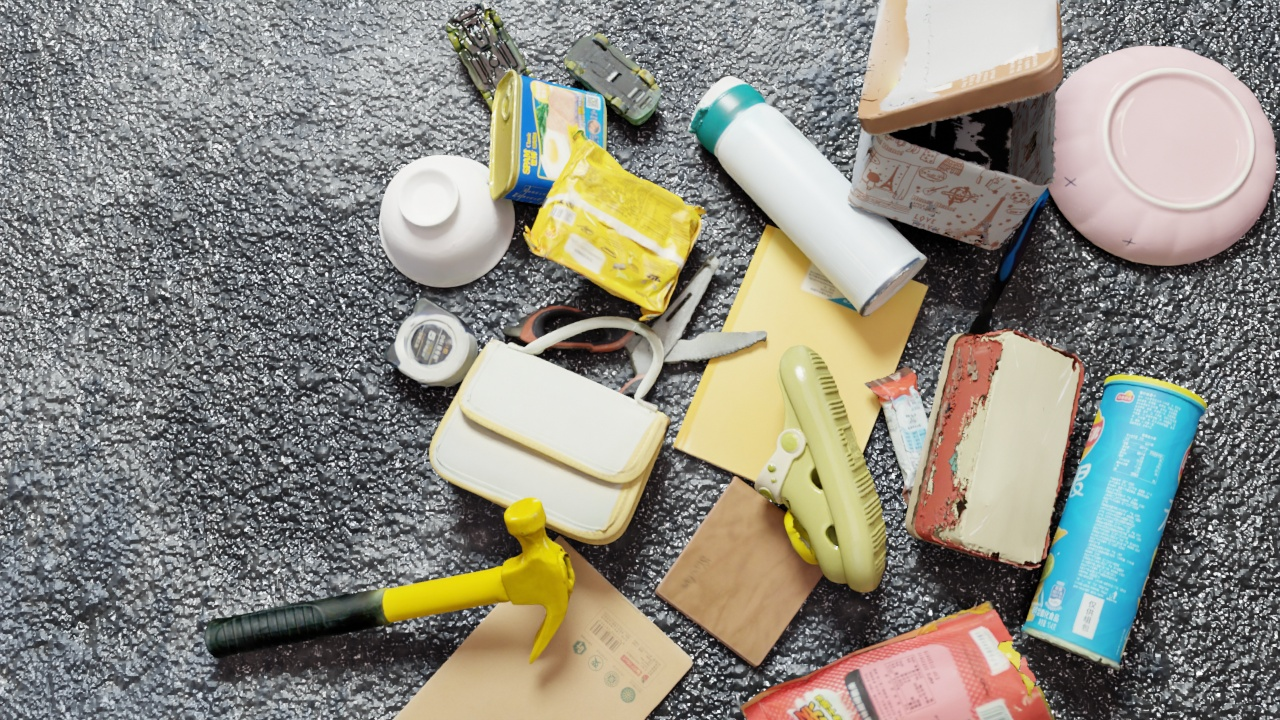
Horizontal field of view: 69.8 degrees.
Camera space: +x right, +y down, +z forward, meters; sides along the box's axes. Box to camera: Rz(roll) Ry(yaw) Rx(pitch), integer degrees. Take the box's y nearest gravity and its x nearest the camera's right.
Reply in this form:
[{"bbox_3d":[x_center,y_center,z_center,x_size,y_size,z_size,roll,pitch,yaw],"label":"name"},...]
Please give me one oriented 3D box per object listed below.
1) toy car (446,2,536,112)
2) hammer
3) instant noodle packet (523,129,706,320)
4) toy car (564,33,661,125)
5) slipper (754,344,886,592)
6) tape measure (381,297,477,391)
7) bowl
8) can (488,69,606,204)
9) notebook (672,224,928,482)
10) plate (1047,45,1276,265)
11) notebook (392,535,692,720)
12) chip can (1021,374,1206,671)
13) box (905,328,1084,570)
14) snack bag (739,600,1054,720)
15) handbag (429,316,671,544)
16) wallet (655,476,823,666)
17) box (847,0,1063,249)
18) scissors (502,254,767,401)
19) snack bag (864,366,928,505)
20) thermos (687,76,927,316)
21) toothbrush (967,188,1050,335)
[{"bbox_3d":[-0.128,-0.258,0.800,0.048,0.032,0.105,-31,92,-3],"label":"toy car"},{"bbox_3d":[-0.194,0.190,0.705,0.301,0.032,0.129,-12,112,10],"label":"hammer"},{"bbox_3d":[-0.021,-0.104,0.722,0.128,0.044,0.110,29,74,-21],"label":"instant noodle packet"},{"bbox_3d":[-0.024,-0.240,0.789,0.091,0.036,0.043,43,86,8],"label":"toy car"},{"bbox_3d":[0.130,0.085,0.702,0.082,0.091,0.190,-20,79,24],"label":"slipper"},{"bbox_3d":[-0.170,-0.010,0.760,0.066,0.033,0.065,32,85,10],"label":"tape measure"},{"bbox_3d":[-0.169,-0.125,0.763,0.118,0.065,0.118,-1,81,3],"label":"bowl"},{"bbox_3d":[-0.076,-0.178,0.757,0.083,0.057,0.102,6,80,-27],"label":"can"},{"bbox_3d":[0.132,0.005,0.754,0.146,0.010,0.206,22,82,6],"label":"notebook"},{"bbox_3d":[0.430,-0.175,0.751,0.192,0.039,0.192,0,80,0],"label":"plate"},{"bbox_3d":[-0.081,0.265,0.723,0.148,0.008,0.207,41,85,9],"label":"notebook"},{"bbox_3d":[0.358,0.120,0.694,0.071,0.071,0.210,22,83,6],"label":"chip can"},{"bbox_3d":[0.271,0.065,0.691,0.091,0.078,0.168,19,81,-17],"label":"box"},{"bbox_3d":[0.193,0.272,0.684,0.208,0.073,0.128,-27,76,4],"label":"snack bag"},{"bbox_3d":[-0.060,0.038,0.720,0.163,0.063,0.178,23,81,6],"label":"handbag"},{"bbox_3d":[0.084,0.167,0.727,0.101,0.020,0.115,34,87,9],"label":"wallet"},{"bbox_3d":[0.241,-0.215,0.677,0.150,0.167,0.181,18,57,0],"label":"box"},{"bbox_3d":[-0.008,0.003,0.755,0.225,0.015,0.189,2,82,6],"label":"scissors"},{"bbox_3d":[0.214,0.059,0.730,0.048,0.026,0.104,-17,87,-16],"label":"snack bag"},{"bbox_3d":[0.131,-0.140,0.746,0.073,0.073,0.224,-39,76,-4],"label":"thermos"},{"bbox_3d":[0.311,-0.090,0.762,0.014,0.016,0.189,26,80,12],"label":"toothbrush"}]
